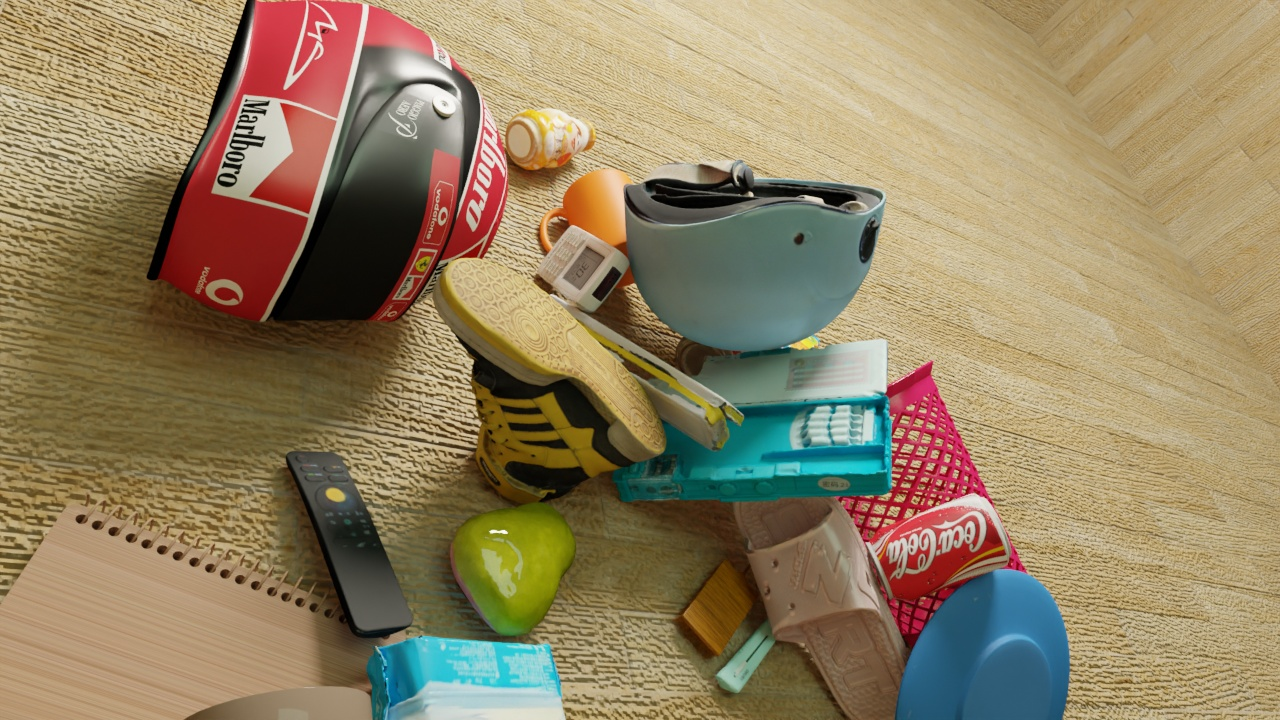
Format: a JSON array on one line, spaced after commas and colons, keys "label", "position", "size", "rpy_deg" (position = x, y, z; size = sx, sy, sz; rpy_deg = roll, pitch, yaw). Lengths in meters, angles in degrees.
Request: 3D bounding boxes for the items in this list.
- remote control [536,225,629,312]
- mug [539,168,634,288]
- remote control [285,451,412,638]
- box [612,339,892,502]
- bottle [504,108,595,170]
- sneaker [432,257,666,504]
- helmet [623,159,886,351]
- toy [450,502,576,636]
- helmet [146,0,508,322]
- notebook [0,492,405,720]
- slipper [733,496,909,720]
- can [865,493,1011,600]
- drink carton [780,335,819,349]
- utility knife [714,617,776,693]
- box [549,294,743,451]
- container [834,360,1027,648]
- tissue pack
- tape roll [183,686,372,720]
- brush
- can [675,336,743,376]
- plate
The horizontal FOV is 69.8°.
[{"label": "remote control", "position": [-0.055, -0.086, 0.844], "size": [0.025, 0.060, 0.138], "rpy_deg": [37, 1, -29]}, {"label": "mug", "position": [-0.046, -0.132, 0.940], "size": [0.112, 0.078, 0.096], "rpy_deg": [-14, 61, -15]}, {"label": "remote control", "position": [-0.193, 0.115, 0.597], "size": [0.041, 0.020, 0.152], "rpy_deg": [7, 37, -46]}, {"label": "box", "position": [0.103, 0.047, 0.804], "size": [0.181, 0.227, 0.039], "rpy_deg": [-71, 150, -49]}, {"label": "bottle", "position": [-0.095, -0.242, 1.000], "size": [0.108, 0.063, 0.063], "rpy_deg": [-22, 71, -50]}, {"label": "sneaker", "position": [-0.094, 0.025, 0.685], "size": [0.238, 0.122, 0.086], "rpy_deg": [42, 27, -38]}, {"label": "helmet", "position": [0.105, -0.101, 0.856], "size": [0.226, 0.167, 0.264], "rpy_deg": [19, 30, 39]}, {"label": "toy", "position": [-0.086, 0.144, 0.662], "size": [0.090, 0.051, 0.109], "rpy_deg": [54, 37, 9]}, {"label": "helmet", "position": [-0.214, -0.138, 0.693], "size": [0.224, 0.198, 0.270], "rpy_deg": [18, 53, -28]}, {"label": "notebook", "position": [-0.248, 0.182, 0.508], "size": [0.210, 0.022, 0.168], "rpy_deg": [28, 41, -19]}, {"label": "slipper", "position": [0.153, 0.203, 0.762], "size": [0.239, 0.094, 0.064], "rpy_deg": [62, 29, 4]}, {"label": "can", "position": [0.248, 0.158, 0.768], "size": [0.064, 0.105, 0.064], "rpy_deg": [-22, 89, -84]}, {"label": "drink carton", "position": [0.173, 0.016, 1.015], "size": [0.044, 0.039, 0.128], "rpy_deg": [32, 40, -15]}, {"label": "utility knife", "position": [0.097, 0.239, 0.766], "size": [0.022, 0.015, 0.120], "rpy_deg": [49, 35, 9]}, {"label": "box", "position": [-0.004, 0.003, 0.786], "size": [0.210, 0.066, 0.044], "rpy_deg": [32, 74, 30]}, {"label": "container", "position": [0.256, 0.143, 0.878], "size": [0.182, 0.184, 0.225], "rpy_deg": [-19, 77, -48]}, {"label": "tissue pack", "position": [-0.100, 0.222, 0.557], "size": [0.144, 0.062, 0.092], "rpy_deg": [21, 41, -45]}, {"label": "tape roll", "position": [-0.183, 0.194, 0.462], "size": [0.093, 0.094, 0.030], "rpy_deg": [9, 51, -36]}, {"label": "brush", "position": [0.074, 0.198, 0.779], "size": [0.048, 0.017, 0.126], "rpy_deg": [47, 38, 4]}, {"label": "can", "position": [0.101, -0.026, 0.969], "size": [0.067, 0.067, 0.169], "rpy_deg": [47, 38, 5]}, {"label": "plate", "position": [0.304, 0.291, 0.779], "size": [0.224, 0.024, 0.224], "rpy_deg": [-3, 95, -31]}]
